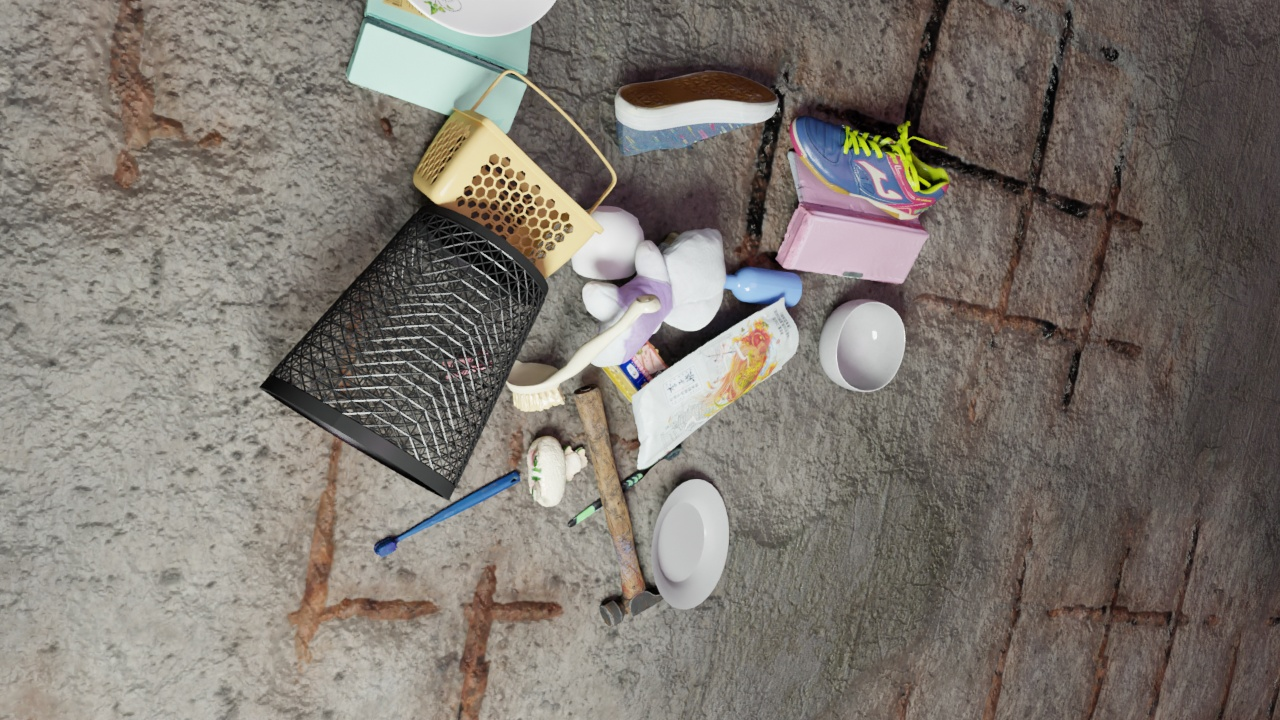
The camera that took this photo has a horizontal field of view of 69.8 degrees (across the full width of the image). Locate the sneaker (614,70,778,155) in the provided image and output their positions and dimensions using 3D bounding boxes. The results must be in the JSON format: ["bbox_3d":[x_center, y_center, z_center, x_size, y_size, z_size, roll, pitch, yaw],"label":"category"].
[{"bbox_3d":[0.066,-0.304,1.146,0.235,0.087,0.079,-14,140,-30],"label":"sneaker"}]

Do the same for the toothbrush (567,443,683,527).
[{"bbox_3d":[-0.018,0.164,1.206,0.187,0.017,0.014,-34,115,-18],"label":"toothbrush"}]

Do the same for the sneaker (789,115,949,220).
[{"bbox_3d":[0.316,-0.281,1.249,0.241,0.091,0.116,22,57,-21],"label":"sneaker"}]

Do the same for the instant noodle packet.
[{"bbox_3d":[0.097,0.030,1.203,0.268,0.057,0.147,-34,139,-26],"label":"instant noodle packet"}]

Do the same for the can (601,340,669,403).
[{"bbox_3d":[-0.007,0.007,1.162,0.059,0.054,0.100,-46,117,-16],"label":"can"}]

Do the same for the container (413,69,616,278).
[{"bbox_3d":[-0.131,-0.202,1.007,0.167,0.129,0.183,-50,125,0],"label":"container"}]

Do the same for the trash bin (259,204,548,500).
[{"bbox_3d":[-0.228,-0.015,0.957,0.217,0.217,0.242,39,73,-28],"label":"trash bin"}]

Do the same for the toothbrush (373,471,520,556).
[{"bbox_3d":[-0.227,0.182,1.092,0.189,0.017,0.016,-27,111,-22],"label":"toothbrush"}]

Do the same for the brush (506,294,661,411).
[{"bbox_3d":[-0.066,-0.008,1.024,0.077,0.273,0.061,47,46,-12],"label":"brush"}]

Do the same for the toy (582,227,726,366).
[{"bbox_3d":[0.025,-0.076,1.083,0.208,0.085,0.138,-31,136,-34],"label":"toy"}]

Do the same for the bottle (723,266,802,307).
[{"bbox_3d":[0.153,-0.101,1.234,0.131,0.048,0.048,5,96,-29],"label":"bottle"}]

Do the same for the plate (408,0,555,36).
[{"bbox_3d":[-0.184,-0.467,0.992,0.229,0.030,0.229,-4,98,-29],"label":"plate"}]

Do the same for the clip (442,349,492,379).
[{"bbox_3d":[-0.201,0.011,1.076,0.059,0.023,0.041,-9,108,-21],"label":"clip"}]

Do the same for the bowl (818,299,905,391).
[{"bbox_3d":[0.311,-0.024,1.325,0.131,0.064,0.132,-5,101,-28],"label":"bowl"}]

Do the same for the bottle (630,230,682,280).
[{"bbox_3d":[0.022,-0.115,1.164,0.042,0.043,0.109,45,75,-27],"label":"bottle"}]

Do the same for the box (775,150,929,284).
[{"bbox_3d":[0.304,-0.197,1.290,0.232,0.075,0.173,2,96,-30],"label":"box"}]

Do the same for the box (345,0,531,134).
[{"bbox_3d":[-0.211,-0.337,0.996,0.186,0.056,0.138,11,100,-31],"label":"box"}]

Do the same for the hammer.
[{"bbox_3d":[-0.027,0.181,1.183,0.119,0.033,0.330,-24,114,-28],"label":"hammer"}]

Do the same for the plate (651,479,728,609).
[{"bbox_3d":[0.063,0.247,1.239,0.172,0.019,0.173,-1,91,-50],"label":"plate"}]

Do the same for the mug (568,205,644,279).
[{"bbox_3d":[-0.033,-0.148,1.109,0.123,0.090,0.076,-31,130,-55],"label":"mug"}]

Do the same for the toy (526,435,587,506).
[{"bbox_3d":[-0.111,0.135,1.129,0.112,0.050,0.087,-24,109,-67],"label":"toy"}]
